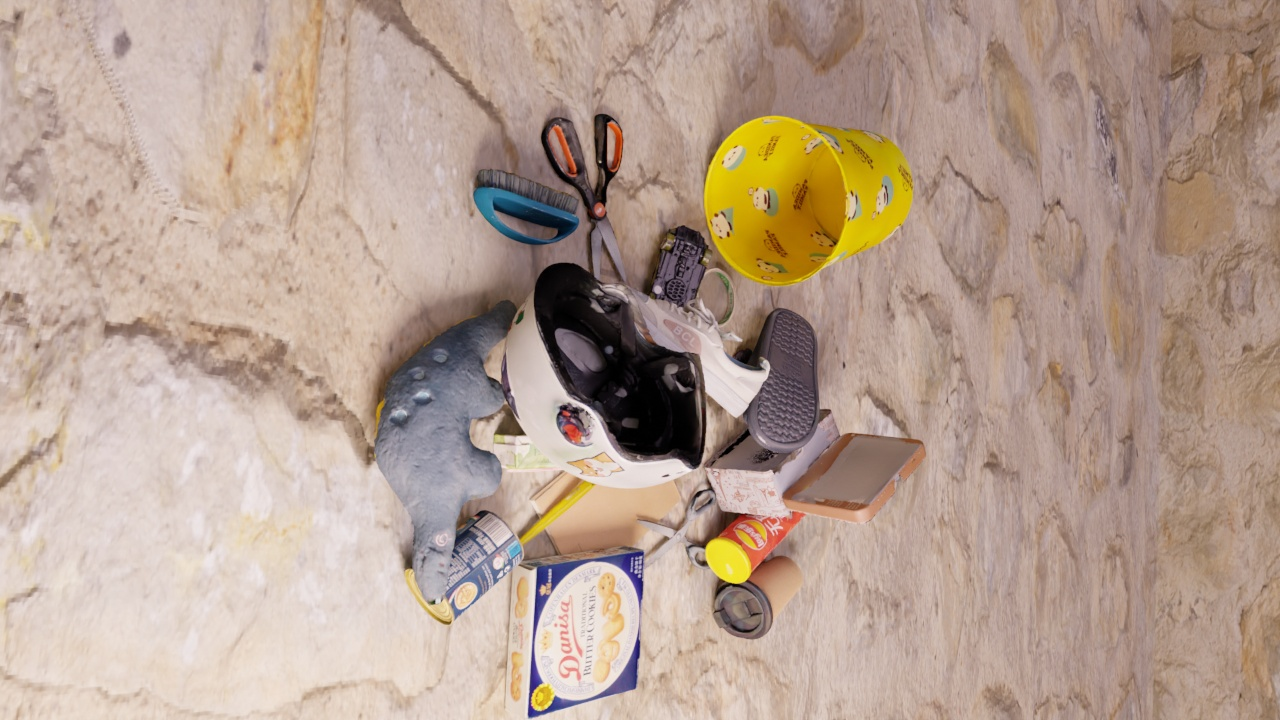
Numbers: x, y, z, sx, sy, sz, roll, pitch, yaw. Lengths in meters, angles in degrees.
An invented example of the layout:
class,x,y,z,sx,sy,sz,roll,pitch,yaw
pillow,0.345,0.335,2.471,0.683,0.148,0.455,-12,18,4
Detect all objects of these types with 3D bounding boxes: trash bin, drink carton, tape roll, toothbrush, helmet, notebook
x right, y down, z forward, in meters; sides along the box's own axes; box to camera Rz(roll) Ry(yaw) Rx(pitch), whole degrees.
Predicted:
class,x,y,z,sx,sy,sz,roll,pitch,yaw
trash bin,0.260,-0.240,1.342,0.254,0.230,0.229,-18,101,-47
drink carton,-0.112,0.109,1.095,0.122,0.054,0.045,2,88,-42
tape roll,0.107,-0.090,1.328,0.085,0.014,0.086,2,88,-43
toothbrush,-0.118,0.199,1.097,0.189,0.017,0.016,-39,117,-28
helmet,-0.056,0.036,1.024,0.274,0.157,0.229,38,34,-23
notebook,-0.038,0.181,1.191,0.210,0.012,0.149,-38,115,-36

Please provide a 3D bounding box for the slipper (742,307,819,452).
class,x,y,z,sx,sy,sz,roll,pitch,yaw
slipper,0.196,0.038,1.323,0.110,0.084,0.267,28,45,-12

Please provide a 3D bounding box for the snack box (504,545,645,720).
class,x,y,z,sx,sy,sz,roll,pitch,yaw
snack box,-0.076,0.327,1.121,0.182,0.046,0.178,1,93,-43

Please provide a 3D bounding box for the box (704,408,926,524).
class,x,y,z,sx,sy,sz,roll,pitch,yaw
box,0.242,0.145,1.280,0.176,0.261,0.082,-36,113,-37

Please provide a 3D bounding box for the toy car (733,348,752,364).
class,x,y,z,sx,sy,sz,roll,pitch,yaw
toy car,0.173,0.031,1.373,0.106,0.031,0.049,52,57,-13

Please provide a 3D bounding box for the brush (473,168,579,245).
class,x,y,z,sx,sy,sz,roll,pitch,yaw
brush,-0.133,-0.174,1.081,0.143,0.055,0.073,14,78,-42

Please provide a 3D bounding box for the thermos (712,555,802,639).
class,x,y,z,sx,sy,sz,roll,pitch,yaw
thermos,0.175,0.340,1.336,0.143,0.093,0.093,-21,103,-50

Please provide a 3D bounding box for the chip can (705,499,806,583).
class,x,y,z,sx,sy,sz,roll,pitch,yaw
chip can,0.184,0.237,1.340,0.215,0.073,0.073,-32,110,-43

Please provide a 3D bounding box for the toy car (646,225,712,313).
class,x,y,z,sx,sy,sz,roll,pitch,yaw
toy car,0.046,-0.107,1.246,0.070,0.042,0.158,21,79,-14

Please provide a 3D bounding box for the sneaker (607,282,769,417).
class,x,y,z,sx,sy,sz,roll,pitch,yaw
sneaker,0.063,-0.034,1.179,0.242,0.089,0.091,39,96,-9

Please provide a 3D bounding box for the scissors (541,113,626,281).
class,x,y,z,sx,sy,sz,roll,pitch,yaw
scissors,-0.051,-0.216,1.180,0.224,0.022,0.204,52,56,-28

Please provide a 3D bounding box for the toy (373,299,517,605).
class,x,y,z,sx,sy,sz,roll,pitch,yaw
toy,-0.210,0.072,0.971,0.137,0.092,0.355,28,58,-37

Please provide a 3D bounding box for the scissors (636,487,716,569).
class,x,y,z,sx,sy,sz,roll,pitch,yaw
scissors,0.055,0.238,1.266,0.181,0.014,0.159,42,63,-39

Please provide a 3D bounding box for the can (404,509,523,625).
class,x,y,z,sx,sy,sz,roll,pitch,yaw
can,-0.190,0.224,1.005,0.110,0.075,0.075,-38,114,-37
